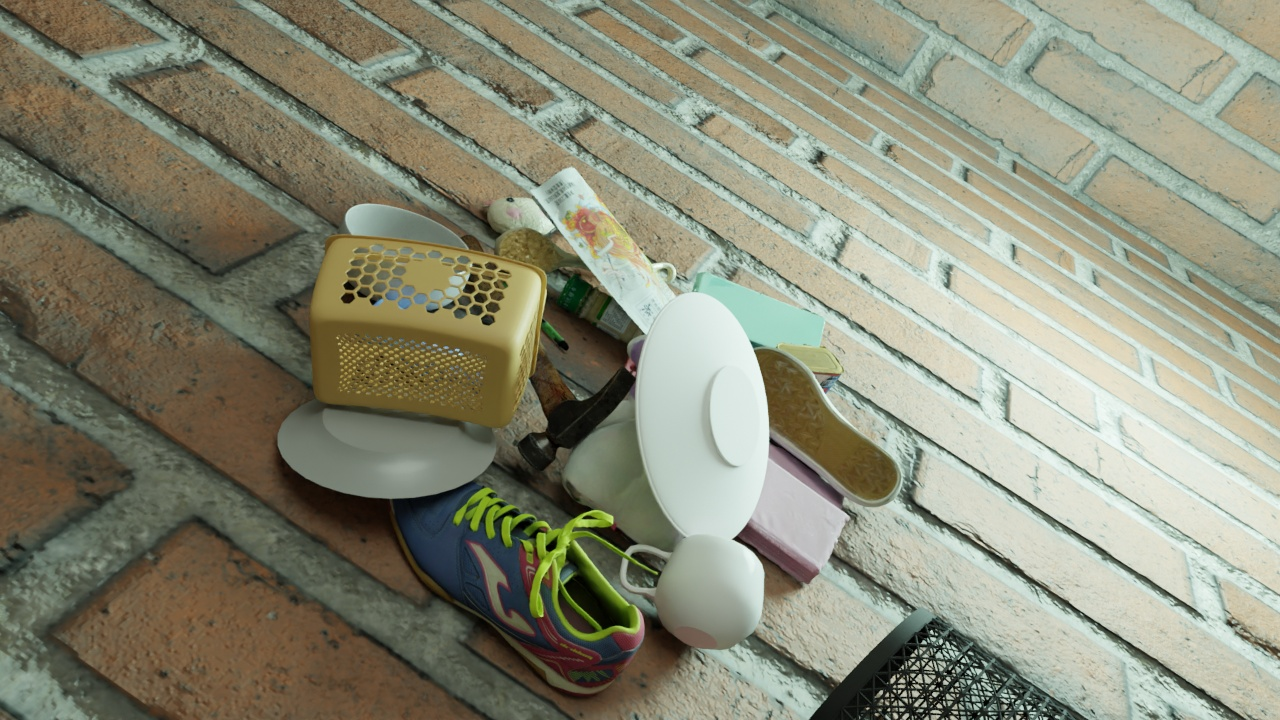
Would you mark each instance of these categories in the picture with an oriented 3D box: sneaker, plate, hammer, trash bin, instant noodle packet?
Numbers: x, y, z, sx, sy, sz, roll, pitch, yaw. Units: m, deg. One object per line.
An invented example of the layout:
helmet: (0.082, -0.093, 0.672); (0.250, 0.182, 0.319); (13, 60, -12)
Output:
sneaker: (-0.094, 0.144, 0.709); (0.242, 0.091, 0.116); (39, 37, 13)
plate: (0.073, 0.050, 0.825); (0.229, 0.030, 0.229); (14, 73, -53)
hammer: (-0.119, -0.038, 0.914); (0.033, 0.120, 0.330); (46, 5, -47)
sneaker: (0.195, 0.082, 1.037); (0.235, 0.087, 0.079); (46, -6, 26)
plate: (-0.204, 0.055, 0.751); (0.173, 0.019, 0.172); (9, 25, -4)
trash bin: (0.246, 0.323, 0.655); (0.216, 0.217, 0.243); (-15, 48, -47)
instant noodle packet: (-0.010, -0.100, 1.040); (0.269, 0.057, 0.146); (49, 25, -2)

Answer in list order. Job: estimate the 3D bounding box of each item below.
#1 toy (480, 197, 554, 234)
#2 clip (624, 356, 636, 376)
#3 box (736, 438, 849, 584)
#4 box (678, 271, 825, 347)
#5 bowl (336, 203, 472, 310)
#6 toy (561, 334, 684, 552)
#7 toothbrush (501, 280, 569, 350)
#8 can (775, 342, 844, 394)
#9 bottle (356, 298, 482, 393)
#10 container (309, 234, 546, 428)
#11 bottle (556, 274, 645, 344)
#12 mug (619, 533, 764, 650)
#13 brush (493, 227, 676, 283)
toy: (-0.145, -0.169, 1.111); (0.087, 0.050, 0.112); (-2, 42, -39)
clip: (-0.009, 0.004, 1.015); (0.035, 0.022, 0.057); (35, 36, -1)
box: (0.110, 0.105, 0.953); (0.233, 0.055, 0.179); (35, 33, 5)
box: (0.135, -0.044, 1.183); (0.188, 0.079, 0.077); (18, 77, -19)
bowl: (-0.240, -0.095, 0.917); (0.131, 0.064, 0.131); (22, 26, -12)
toy: (0.019, 0.070, 0.854); (0.137, 0.086, 0.208); (26, 58, -2)
toothbrush: (-0.140, -0.075, 1.021); (0.188, 0.014, 0.017); (44, 28, 18)
can: (0.195, 0.016, 1.122); (0.099, 0.059, 0.054); (5, 42, -34)
bottle: (-0.197, -0.006, 0.858); (0.131, 0.048, 0.047); (31, 34, -1)
container: (-0.177, -0.040, 0.780); (0.183, 0.129, 0.166); (9, 38, -5)
bottle: (-0.040, -0.055, 1.047); (0.110, 0.043, 0.042); (30, 34, -2)
mug: (0.040, 0.191, 0.762); (0.124, 0.090, 0.076); (17, 52, 9)
brush: (-0.057, -0.117, 1.104); (0.271, 0.062, 0.077); (3, 20, -41)
